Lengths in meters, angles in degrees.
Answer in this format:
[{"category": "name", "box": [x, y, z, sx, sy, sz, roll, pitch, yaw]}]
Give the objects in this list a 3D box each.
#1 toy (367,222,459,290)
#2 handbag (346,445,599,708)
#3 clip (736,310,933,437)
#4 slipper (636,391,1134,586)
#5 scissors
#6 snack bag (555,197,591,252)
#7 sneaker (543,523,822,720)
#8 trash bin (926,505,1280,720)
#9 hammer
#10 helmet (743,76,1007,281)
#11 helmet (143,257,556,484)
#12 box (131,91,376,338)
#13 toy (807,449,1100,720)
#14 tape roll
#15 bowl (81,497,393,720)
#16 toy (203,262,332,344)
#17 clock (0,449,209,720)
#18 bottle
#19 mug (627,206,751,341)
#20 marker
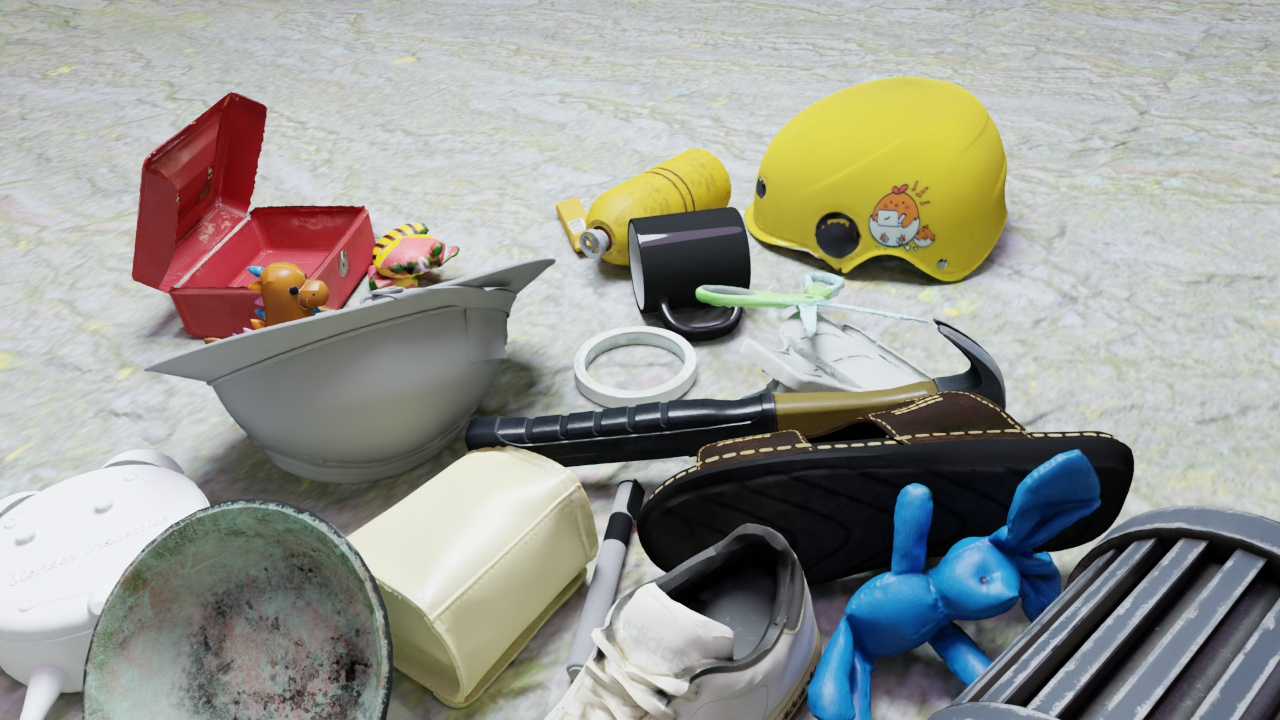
[{"category": "toy", "box": [-0.207, -0.092, 0.815, 0.084, 0.046, 0.103, -36, 32, -7]}, {"category": "handbag", "box": [-0.097, 0.107, 0.504, 0.111, 0.081, 0.119, 15, 40, 35]}, {"category": "clip", "box": [0.134, 0.012, 0.641, 0.142, 0.073, 0.124, -12, 33, -30]}, {"category": "slipper", "box": [0.130, 0.069, 0.510, 0.268, 0.113, 0.075, -7, 35, 2]}, {"category": "scissors", "box": [0.124, -0.044, 0.669, 0.171, 0.022, 0.173, 12, 17, 25]}, {"category": "snack bag", "box": [-0.061, -0.130, 0.880, 0.026, 0.020, 0.099, -18, 37, -8]}, {"category": "sneaker", "box": [0.001, 0.158, 0.400, 0.089, 0.102, 0.240, 26, 45, 34]}, {"category": "trash bin", "box": [0.179, 0.163, 0.337, 0.226, 0.164, 0.164, -25, 41, -34]}, {"category": "hammer", "box": [0.057, 0.039, 0.571, 0.333, 0.118, 0.025, -6, 33, 5]}, {"category": "helmet", "box": [0.213, -0.183, 0.831, 0.240, 0.140, 0.208, 9, 37, 17]}, {"category": "helmet", "box": [-0.168, 0.016, 0.611, 0.270, 0.118, 0.184, -18, 7, -30]}, {"category": "box", "box": [-0.318, -0.103, 0.785, 0.168, 0.154, 0.156, 26, 36, -12]}, {"category": "toy", "box": [0.153, 0.124, 0.453, 0.176, 0.113, 0.071, -37, 28, -5]}, {"category": "tape roll", "box": [-0.004, 0.004, 0.693, 0.093, 0.013, 0.092, -2, 35, 1]}, {"category": "bowl", "box": [-0.181, 0.146, 0.431, 0.157, 0.038, 0.157, -3, 75, 12]}, {"category": "toy", "box": [-0.285, -0.033, 0.698, 0.103, 0.090, 0.070, 2, 33, -1]}, {"category": "clock", "box": [-0.304, 0.111, 0.513, 0.125, 0.073, 0.161, -24, 40, -27]}, {"category": "bottle", "box": [0.008, -0.134, 0.836, 0.071, 0.071, 0.163, 23, 41, 32]}, {"category": "mug", "box": [0.042, -0.067, 0.747, 0.088, 0.078, 0.113, -8, 63, -7]}, {"category": "marker", "box": [-0.019, 0.122, 0.527, 0.016, 0.016, 0.140, 4, 36, 10]}]
